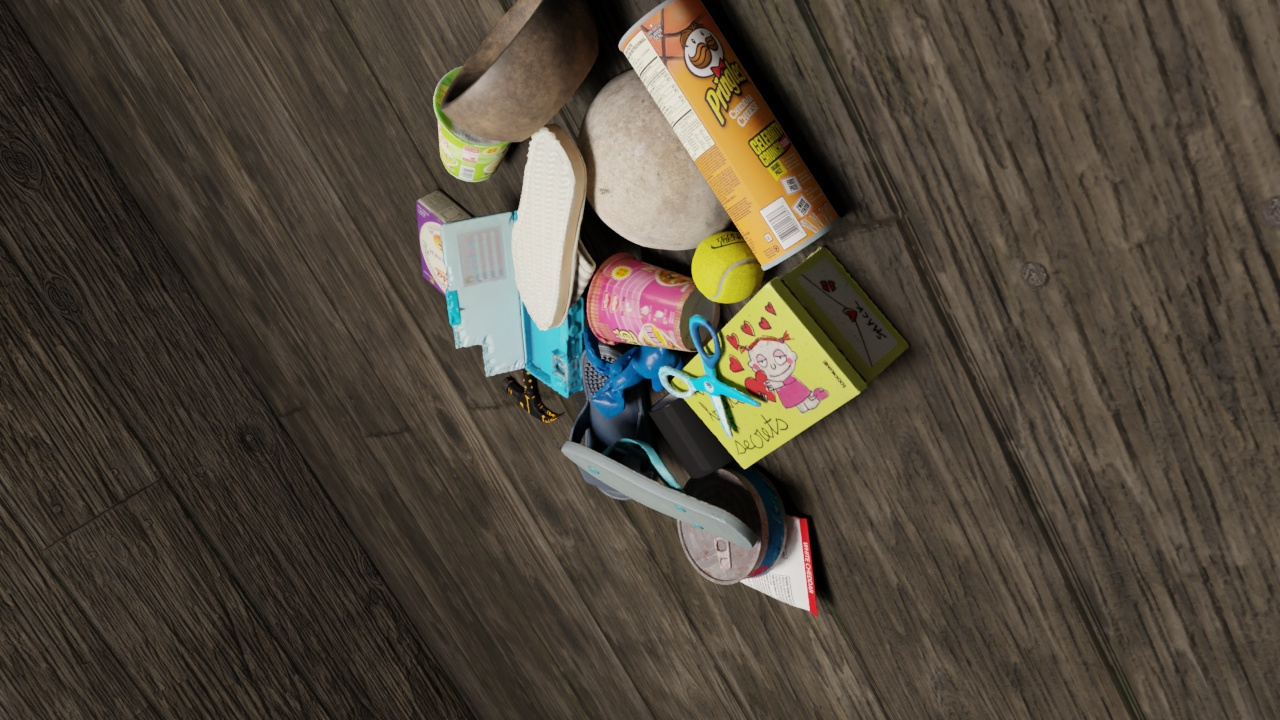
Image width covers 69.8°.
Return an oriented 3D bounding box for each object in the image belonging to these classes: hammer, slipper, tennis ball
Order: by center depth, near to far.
[{"bbox_3d":[0.080,-0.085,0.835,0.065,0.065,0.065,34,144,30],"label":"tennis ball"},{"bbox_3d":[-0.086,-0.128,0.929,0.114,0.054,0.273,63,157,23],"label":"slipper"},{"bbox_3d":[0.026,0.139,1.034,0.269,0.054,0.098,21,157,37],"label":"slipper"},{"bbox_3d":[-0.040,0.096,1.139,0.101,0.082,0.264,15,132,19],"label":"slipper"},{"bbox_3d":[-0.159,-0.034,1.241,0.123,0.036,0.321,34,146,28],"label":"hammer"}]

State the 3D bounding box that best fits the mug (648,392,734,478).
[{"bbox_3d":[0.058,0.074,1.011,0.088,0.078,0.114,57,157,-5],"label":"mug"}]

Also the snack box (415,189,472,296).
[{"bbox_3d":[-0.239,-0.133,1.241,0.143,0.040,0.148,39,146,23],"label":"snack box"}]

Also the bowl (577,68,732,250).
[{"bbox_3d":[-0.001,-0.171,0.848,0.178,0.081,0.179,32,142,29],"label":"bowl"}]

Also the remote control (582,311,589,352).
[{"bbox_3d":[-0.073,-0.029,1.141,0.038,0.018,0.126,5,122,51],"label":"remote control"}]

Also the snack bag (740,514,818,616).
[{"bbox_3d":[0.141,0.221,1.072,0.144,0.039,0.131,15,123,47],"label":"snack bag"}]

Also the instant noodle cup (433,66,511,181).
[{"bbox_3d":[-0.181,-0.251,1.004,0.099,0.098,0.108,52,157,3],"label":"instant noodle cup"}]

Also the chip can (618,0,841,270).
[{"bbox_3d":[0.073,-0.183,0.740,0.215,0.075,0.075,56,149,-4],"label":"chip can"}]

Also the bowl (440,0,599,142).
[{"bbox_3d":[-0.103,-0.265,0.829,0.070,0.162,0.162,39,156,-26],"label":"bowl"}]

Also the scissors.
[{"bbox_3d":[0.060,0.013,0.862,0.134,0.011,0.140,25,137,45],"label":"scissors"}]

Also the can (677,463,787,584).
[{"bbox_3d":[0.101,0.183,1.034,0.130,0.044,0.130,2,93,49],"label":"can"}]

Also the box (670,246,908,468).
[{"bbox_3d":[0.127,0.006,0.847,0.124,0.082,0.222,52,147,4],"label":"box"}]

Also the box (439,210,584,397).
[{"bbox_3d":[-0.144,-0.072,1.111,0.169,0.085,0.228,8,125,10],"label":"box"}]

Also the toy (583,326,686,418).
[{"bbox_3d":[-0.006,0.006,1.013,0.177,0.070,0.113,-11,123,50],"label":"toy"}]

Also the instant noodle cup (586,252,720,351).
[{"bbox_3d":[0.017,-0.054,0.933,0.109,0.097,0.098,15,132,36],"label":"instant noodle cup"}]
